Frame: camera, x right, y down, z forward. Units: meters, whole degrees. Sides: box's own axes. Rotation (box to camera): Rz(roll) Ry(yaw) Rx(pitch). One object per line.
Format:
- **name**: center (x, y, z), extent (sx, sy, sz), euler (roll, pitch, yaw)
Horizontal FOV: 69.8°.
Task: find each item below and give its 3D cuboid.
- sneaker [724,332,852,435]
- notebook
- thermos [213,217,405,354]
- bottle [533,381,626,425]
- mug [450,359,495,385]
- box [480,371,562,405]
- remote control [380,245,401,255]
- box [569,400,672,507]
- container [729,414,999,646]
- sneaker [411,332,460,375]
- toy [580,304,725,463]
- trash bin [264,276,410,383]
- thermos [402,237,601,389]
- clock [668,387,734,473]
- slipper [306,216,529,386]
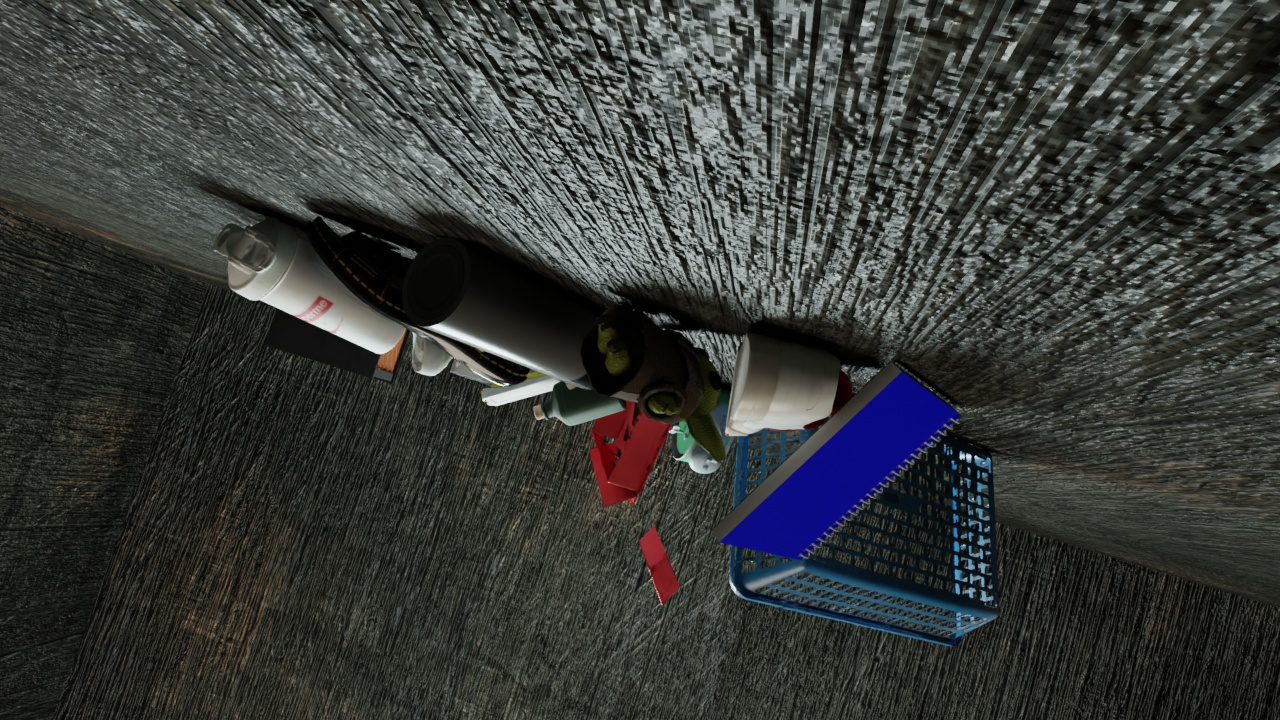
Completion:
- **sneaker**: center (0.137, 0.029, 0.847), extent (0.104, 0.090, 0.237), euler (9, 171, 3)
- **notebook**: center (0.182, 0.100, 0.825), extent (0.171, 0.209, 0.022), euler (25, -156, -51)
- **thermos**: center (-0.375, -0.086, 1.065), extent (0.099, 0.099, 0.220), euler (12, 164, 46)
- **bottle**: center (-0.092, 0.059, 1.349), extent (0.131, 0.061, 0.061), euler (-17, 161, 5)
- **mug**: center (-0.248, -0.019, 1.407), extent (0.078, 0.097, 0.112), euler (22, 173, -43)
- **box**: center (-0.132, 0.030, 1.390), extent (0.209, 0.036, 0.129), euler (-17, 174, 3)
- **remote control**: center (-0.309, -0.121, 1.022), extent (0.032, 0.015, 0.137), euler (22, 175, -41)
- **box**: center (-0.020, 0.104, 1.407), extent (0.153, 0.164, 0.214), euler (-23, -162, -2)
- **container**: center (0.275, 0.170, 1.053), extent (0.361, 0.256, 0.089), euler (20, 154, -28)
- **sneaker**: center (-0.238, -0.043, 1.143), extent (0.090, 0.089, 0.242), euler (6, -165, -17)
- **toy**: center (0.015, 0.007, 0.861), extent (0.152, 0.078, 0.179), euler (26, -151, -40)
- **trash bin**: center (-0.396, -0.059, 1.248), extent (0.139, 0.139, 0.172), euler (18, 174, -5)
- **thermos**: center (-0.114, -0.038, 0.895), extent (0.082, 0.082, 0.240), euler (13, 173, 36)
- **clock**: center (0.094, 0.100, 1.345), extent (0.075, 0.122, 0.161), euler (17, -167, -13)
- **slipper**: center (-0.215, -0.068, 0.935), extent (0.268, 0.076, 0.113), euler (36, -178, -21)
